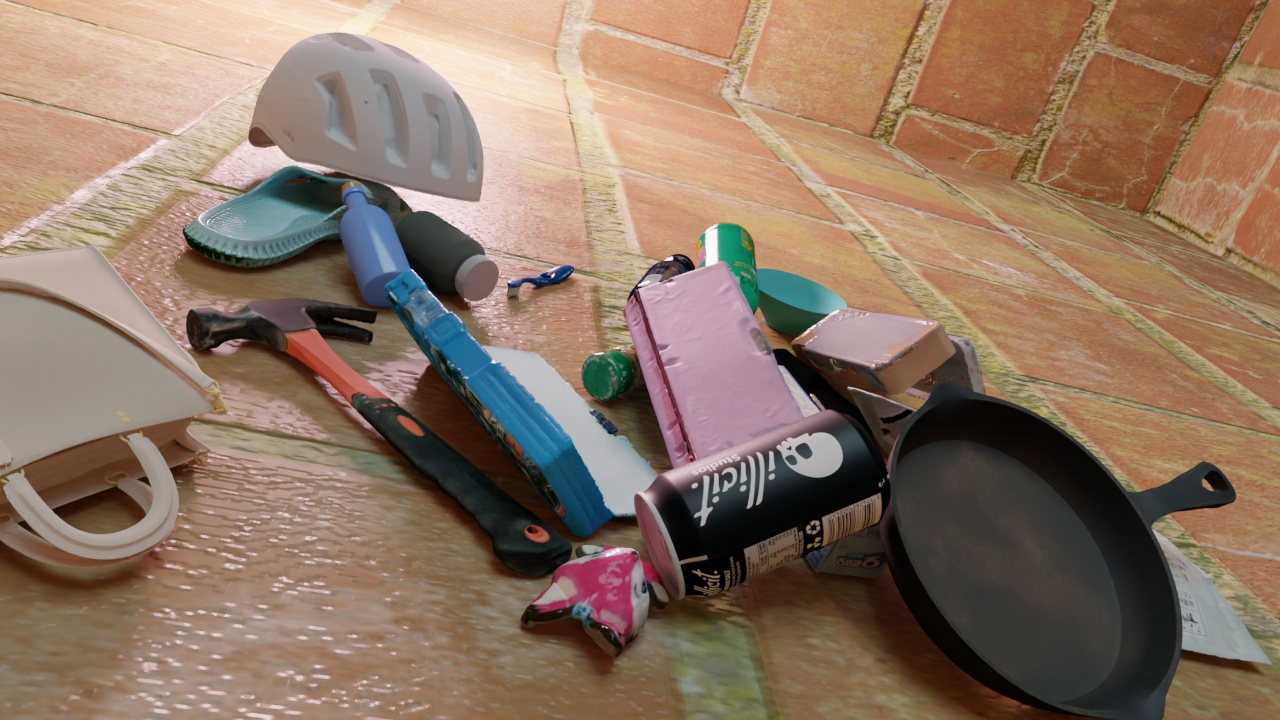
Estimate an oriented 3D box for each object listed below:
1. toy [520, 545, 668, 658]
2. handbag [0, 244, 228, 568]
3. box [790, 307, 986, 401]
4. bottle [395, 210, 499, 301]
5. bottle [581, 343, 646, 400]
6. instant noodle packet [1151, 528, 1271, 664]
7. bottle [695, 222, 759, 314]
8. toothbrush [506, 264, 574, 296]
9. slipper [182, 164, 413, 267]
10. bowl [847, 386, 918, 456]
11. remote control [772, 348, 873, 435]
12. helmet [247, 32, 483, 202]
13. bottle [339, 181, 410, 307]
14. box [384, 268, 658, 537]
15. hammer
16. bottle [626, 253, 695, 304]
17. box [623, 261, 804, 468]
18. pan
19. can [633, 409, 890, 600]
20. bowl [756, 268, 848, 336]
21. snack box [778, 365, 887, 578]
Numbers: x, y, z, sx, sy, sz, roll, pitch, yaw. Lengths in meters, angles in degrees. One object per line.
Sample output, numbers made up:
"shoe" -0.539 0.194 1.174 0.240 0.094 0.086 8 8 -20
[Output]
"toy" -0.018 0.128 0.535 0.065 0.050 0.102 21 19 18
"handbag" -0.321 0.035 0.485 0.198 0.101 0.194 38 29 14
"box" 0.228 0.000 0.887 0.107 0.095 0.216 -10 9 -11
"bottle" -0.188 -0.099 0.884 0.108 0.060 0.060 33 28 31
"bottle" -0.005 0.005 0.810 0.043 0.043 0.109 30 26 25
"instant noodle packet" 0.344 0.154 0.716 0.269 0.057 0.146 14 31 -13
"bottle" 0.093 -0.069 0.979 0.068 0.068 0.209 15 37 -7
"toothbrush" -0.105 -0.086 0.971 0.021 0.016 0.132 26 23 17
"slipper" -0.325 -0.154 0.900 0.116 0.070 0.275 20 25 13
"bowl" 0.253 0.076 0.789 0.174 0.068 0.174 15 2 -1
"remote control" 0.178 0.031 0.907 0.045 0.021 0.140 -3 33 -36
"helmet" -0.292 -0.248 1.001 0.223 0.184 0.282 0 37 -41
"bottle" -0.246 -0.111 0.832 0.048 0.048 0.131 -3 53 -38
"box" -0.087 0.040 0.679 0.243 0.063 0.174 41 4 42
"hammer" -0.173 0.042 0.634 0.333 0.033 0.132 35 28 31
"bottle" 0.028 -0.077 0.989 0.056 0.056 0.160 20 24 6
"box" 0.063 0.007 0.723 0.099 0.099 0.232 25 28 -28
"pan" 0.312 0.123 0.656 0.355 0.043 0.248 -7 59 -31
"can" 0.076 0.090 0.577 0.146 0.080 0.080 -20 36 -13
"bowl" 0.175 -0.061 1.070 0.121 0.046 0.121 15 24 -7
"snack box" 0.125 0.077 0.727 0.059 0.059 0.226 10 26 -23
